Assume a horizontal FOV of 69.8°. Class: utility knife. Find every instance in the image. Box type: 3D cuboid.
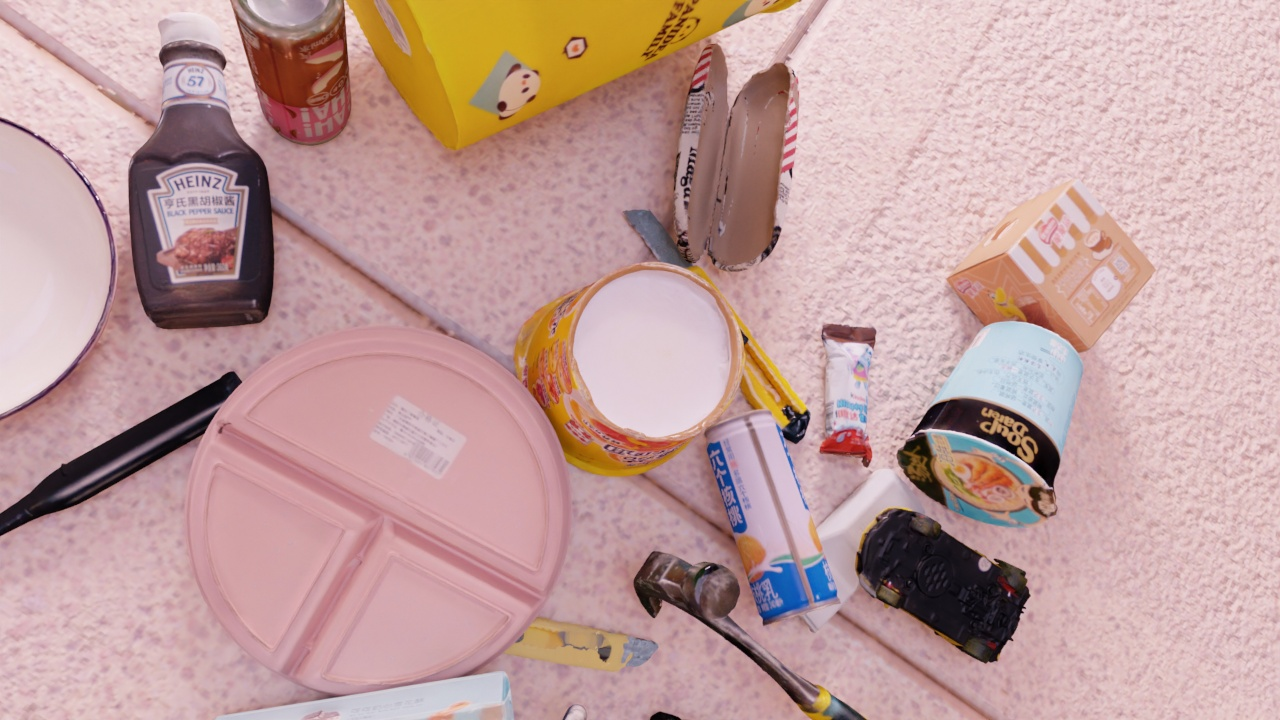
[{"bbox_3d":[-0.069,0.176,0.591,0.167,0.018,0.031,15,83,-17],"label":"utility knife"},{"bbox_3d":[0.055,-0.027,0.657,0.033,0.015,0.209,-37,90,-20],"label":"utility knife"}]

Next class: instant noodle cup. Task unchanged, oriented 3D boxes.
[{"bbox_3d":[-0.003,0.003,0.586,0.138,0.110,0.138,2,80,-14],"label":"instant noodle cup"},{"bbox_3d":[0.260,0.040,0.659,0.111,0.111,0.120,37,65,-6],"label":"instant noodle cup"}]

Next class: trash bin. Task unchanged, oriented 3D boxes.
[{"bbox_3d":[-0.053,-0.273,0.571,0.255,0.230,0.229,-33,90,-13],"label":"trash bin"}]

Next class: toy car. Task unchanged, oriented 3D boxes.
[{"bbox_3d":[0.210,0.154,0.643,0.156,0.041,0.071,32,82,-19],"label":"toy car"}]

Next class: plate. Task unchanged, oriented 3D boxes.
[{"bbox_3d":[-0.402,-0.049,0.526,0.192,0.039,0.192,3,79,-14],"label":"plate"},{"bbox_3d":[-0.154,0.093,0.550,0.229,0.028,0.229,0,90,-9],"label":"plate"}]

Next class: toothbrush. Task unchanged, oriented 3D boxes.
[{"bbox_3d":[-0.328,0.070,0.531,0.212,0.027,0.026,-32,48,-18],"label":"toothbrush"},{"bbox_3d":[-0.077,0.288,0.535,0.015,0.018,0.181,27,79,0],"label":"toothbrush"}]

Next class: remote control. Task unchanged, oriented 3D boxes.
[{"bbox_3d":[0.149,0.131,0.650,0.124,0.024,0.049,-40,92,-17],"label":"remote control"}]

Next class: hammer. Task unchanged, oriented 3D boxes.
[{"bbox_3d":[0.122,0.225,0.593,0.323,0.126,0.031,41,70,-15],"label":"hammer"}]

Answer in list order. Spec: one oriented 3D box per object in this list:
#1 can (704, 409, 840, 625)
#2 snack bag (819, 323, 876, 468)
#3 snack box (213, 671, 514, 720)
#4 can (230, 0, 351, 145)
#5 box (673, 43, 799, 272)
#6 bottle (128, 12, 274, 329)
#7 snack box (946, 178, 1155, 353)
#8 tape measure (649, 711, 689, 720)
[{"bbox_3d":[0.085,0.103,0.610,0.053,0.053,0.134,-12,72,-17],"label":"can"},{"bbox_3d":[0.151,0.024,0.668,0.045,0.026,0.105,6,77,-11],"label":"snack bag"},{"bbox_3d":[-0.156,0.232,0.516,0.175,0.051,0.074,-7,94,-6],"label":"snack box"},{"bbox_3d":[-0.204,-0.182,0.545,0.058,0.147,0.058,3,79,-15],"label":"can"},{"bbox_3d":[0.056,-0.146,0.647,0.088,0.076,0.162,18,74,-34],"label":"box"},{"bbox_3d":[-0.274,-0.119,0.571,0.079,0.044,0.194,-5,81,-17],"label":"bottle"},{"bbox_3d":[0.311,-0.065,0.700,0.092,0.077,0.094,-43,94,-18],"label":"snack box"},{"bbox_3d":[0.033,0.266,0.590,0.065,0.034,0.066,16,76,-10],"label":"tape measure"}]
